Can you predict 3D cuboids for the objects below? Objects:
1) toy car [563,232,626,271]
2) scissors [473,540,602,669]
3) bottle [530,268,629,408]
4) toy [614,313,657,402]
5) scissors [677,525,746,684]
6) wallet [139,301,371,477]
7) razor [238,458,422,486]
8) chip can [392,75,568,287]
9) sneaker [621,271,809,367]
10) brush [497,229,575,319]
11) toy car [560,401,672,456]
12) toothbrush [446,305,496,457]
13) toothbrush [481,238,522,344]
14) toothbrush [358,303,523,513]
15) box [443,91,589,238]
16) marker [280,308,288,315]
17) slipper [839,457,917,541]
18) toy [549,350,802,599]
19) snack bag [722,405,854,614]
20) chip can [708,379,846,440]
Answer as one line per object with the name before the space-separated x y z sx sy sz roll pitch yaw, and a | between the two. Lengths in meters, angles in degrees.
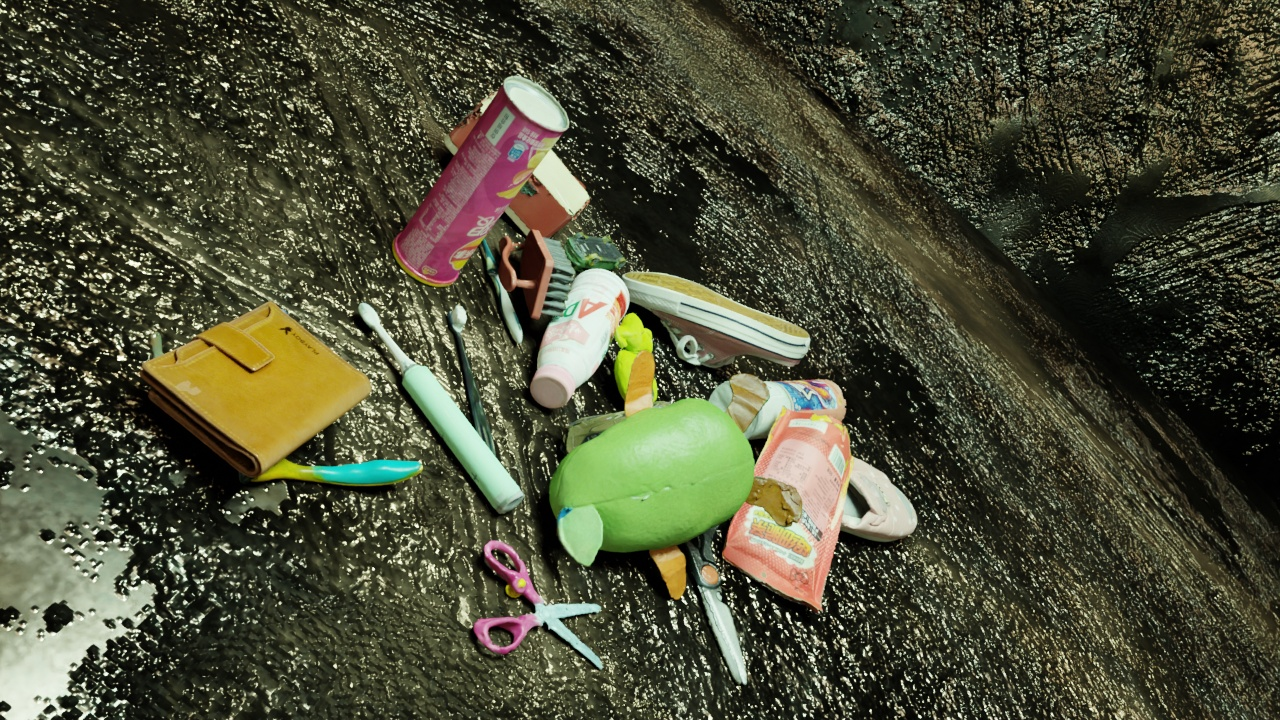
toy car | -0.056 -0.128 1.110 0.091 0.036 0.043 -5 54 -51
scissors | -0.079 0.198 0.705 0.133 0.017 0.125 45 28 -5
bottle | -0.065 -0.023 0.947 0.068 0.068 0.196 37 35 -11
toy | -0.006 0.006 0.976 0.096 0.031 0.100 47 43 -47
scissors | 0.044 0.194 0.860 0.136 0.022 0.234 21 43 -18
wallet | -0.274 0.013 0.652 0.119 0.035 0.130 42 29 -2
razor | -0.223 0.077 0.667 0.132 0.028 0.043 9 35 -36
chip can | -0.153 -0.164 0.868 0.071 0.211 0.071 30 33 -23
sneaker | 0.081 -0.035 1.113 0.241 0.088 0.118 22 18 4
brush | -0.115 -0.099 0.961 0.069 0.063 0.145 11 22 -18
toy car | -0.005 0.077 0.888 0.157 0.042 0.070 -12 60 -36
toothbrush | -0.153 0.019 0.837 0.015 0.018 0.181 18 41 -42
toothbrush | -0.157 -0.091 0.968 0.018 0.016 0.191 -3 52 -31
toothbrush | -0.175 0.036 0.779 0.026 0.027 0.224 -34 78 -24
box | -0.135 -0.228 1.071 0.168 0.080 0.091 48 29 -14
marker | -0.293 0.003 0.689 0.022 0.018 0.130 22 36 -16
slipper | 0.248 0.159 1.098 0.274 0.055 0.114 14 42 -37
toy | 0.026 0.102 0.819 0.246 0.090 0.227 -11 91 -27
snack bag | 0.164 0.151 0.973 0.128 0.073 0.207 36 52 -11
chip can | 0.171 0.059 1.114 0.214 0.071 0.071 1 51 -51
